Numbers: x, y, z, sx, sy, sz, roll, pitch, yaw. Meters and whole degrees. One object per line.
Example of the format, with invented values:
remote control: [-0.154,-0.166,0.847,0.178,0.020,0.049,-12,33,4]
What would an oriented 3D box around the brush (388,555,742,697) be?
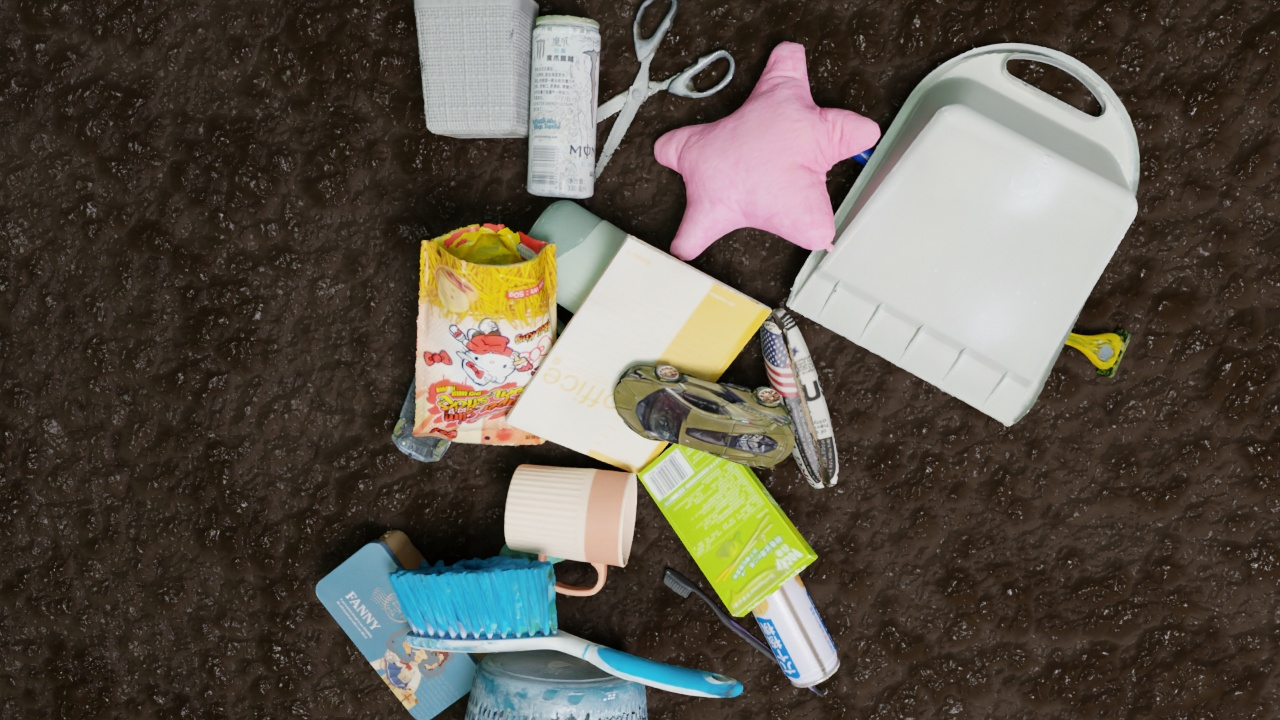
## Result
brush: [-0.071,0.221,0.768,0.315,0.060,0.109,-7,88,22]

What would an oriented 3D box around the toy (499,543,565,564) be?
toy: [-0.119,0.214,0.873,0.096,0.030,0.092,7,96,12]

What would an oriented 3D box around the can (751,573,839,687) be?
can: [0.129,0.224,0.830,0.053,0.053,0.134,-27,94,10]

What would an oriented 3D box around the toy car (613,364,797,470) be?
toy car: [0.053,0.049,0.774,0.158,0.042,0.070,14,128,4]

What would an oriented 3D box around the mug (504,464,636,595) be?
mug: [-0.062,0.153,0.829,0.106,0.081,0.114,5,92,8]

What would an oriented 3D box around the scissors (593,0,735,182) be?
scissors: [0.001,-0.239,0.804,0.178,0.014,0.159,-2,98,9]

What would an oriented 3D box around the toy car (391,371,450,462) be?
toy car: [-0.189,0.038,0.854,0.054,0.036,0.121,25,108,-1]

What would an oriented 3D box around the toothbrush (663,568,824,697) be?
toothbrush: [0.096,0.257,0.859,0.189,0.014,0.017,38,108,0]

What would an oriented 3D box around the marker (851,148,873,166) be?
marker: [0.235,-0.140,0.786,0.146,0.017,0.017,40,100,1]

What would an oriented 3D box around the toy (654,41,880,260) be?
toy: [0.099,-0.153,0.764,0.195,0.074,0.178,-37,69,13]

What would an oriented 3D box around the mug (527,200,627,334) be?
mug: [-0.052,-0.071,0.802,0.106,0.082,0.112,32,118,1]

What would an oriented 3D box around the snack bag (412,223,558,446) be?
snack bag: [-0.130,-0.011,0.783,0.128,0.073,0.208,0,125,-13]

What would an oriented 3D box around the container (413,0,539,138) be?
container: [-0.136,-0.250,0.783,0.090,0.090,0.114,1,101,7]

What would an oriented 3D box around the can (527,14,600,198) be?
can: [-0.066,-0.214,0.786,0.058,0.058,0.147,5,100,6]

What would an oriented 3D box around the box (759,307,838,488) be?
box: [0.142,0.032,0.798,0.055,0.070,0.164,-21,99,-15]

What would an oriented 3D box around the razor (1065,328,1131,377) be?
razor: [0.346,-0.026,0.784,0.132,0.028,0.043,20,103,6]

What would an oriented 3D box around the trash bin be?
trash bin: [-0.077,0.363,0.810,0.227,0.226,0.195,3,85,7]

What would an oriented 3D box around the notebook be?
notebook: [-0.005,0.005,0.783,0.145,0.010,0.207,25,118,-23]

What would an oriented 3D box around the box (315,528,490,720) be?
box: [-0.224,0.245,0.875,0.090,0.060,0.184,-40,93,10]

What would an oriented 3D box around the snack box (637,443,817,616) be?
snack box: [0.073,0.135,0.803,0.086,0.026,0.156,-42,62,9]

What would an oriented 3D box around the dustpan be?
dustpan: [0.288,-0.123,0.767,0.223,0.142,0.258,29,122,3]
